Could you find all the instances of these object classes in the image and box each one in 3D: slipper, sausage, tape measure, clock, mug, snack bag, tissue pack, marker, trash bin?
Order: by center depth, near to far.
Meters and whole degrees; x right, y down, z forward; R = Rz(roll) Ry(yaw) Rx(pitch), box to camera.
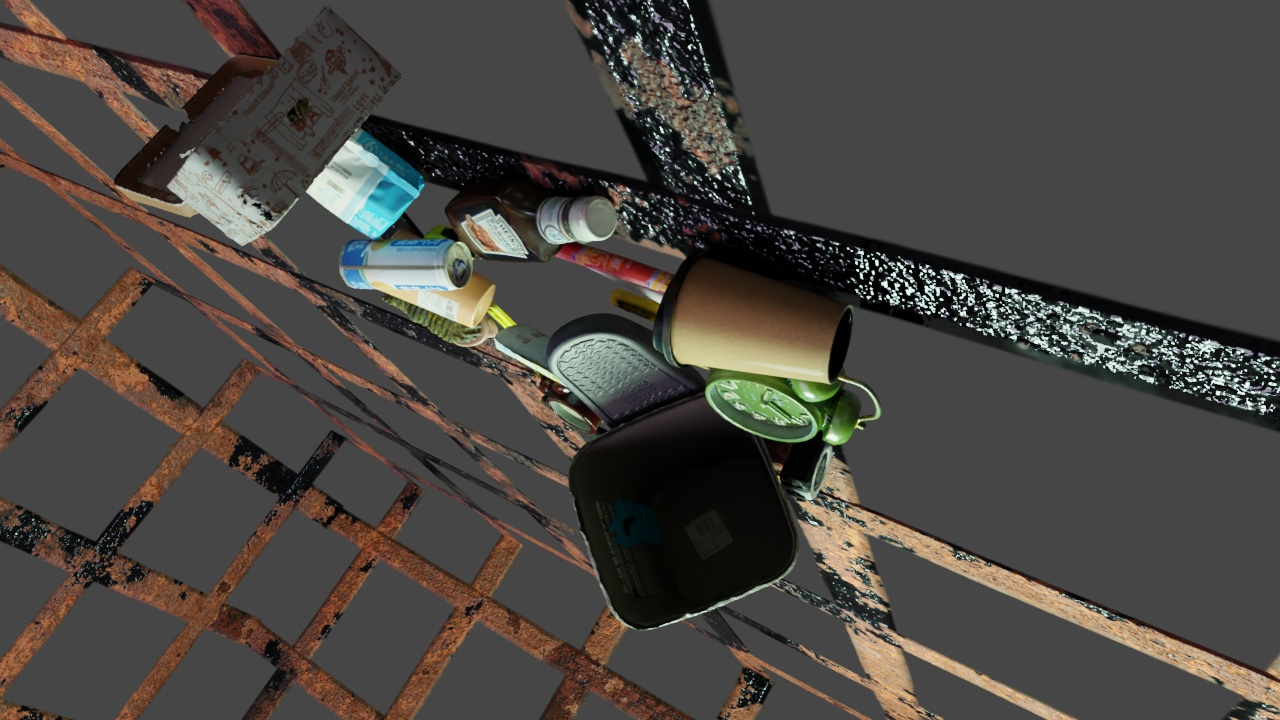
[{"bbox_3d":[0.125,0.023,0.775,0.161,0.056,0.116,6,150,36],"label":"clock"},{"bbox_3d":[-0.026,-0.086,0.817,0.156,0.020,0.020,21,158,29],"label":"sausage"},{"bbox_3d":[-0.272,-0.175,0.910,0.090,0.063,0.140,37,162,-18],"label":"tissue pack"},{"bbox_3d":[0.165,0.105,0.911,0.033,0.065,0.066,20,156,24],"label":"tape measure"},{"bbox_3d":[-0.005,0.005,0.918,0.111,0.083,0.268,-24,148,16],"label":"slipper"},{"bbox_3d":[0.062,0.168,0.970,0.220,0.199,0.199,46,-157,-68],"label":"trash bin"},{"bbox_3d":[-0.207,-0.121,0.995,0.057,0.028,0.060,41,142,-14],"label":"tape measure"},{"bbox_3d":[-0.233,-0.090,1.050,0.123,0.078,0.078,27,161,2],"label":"mug"},{"bbox_3d":[-0.073,0.015,1.063,0.191,0.039,0.110,29,-174,17],"label":"snack bag"},{"bbox_3d":[-0.150,-0.031,1.146,0.018,0.015,0.124,16,155,49],"label":"marker"},{"bbox_3d":[-0.084,0.043,1.163,0.122,0.055,0.082,41,160,-18],"label":"clock"}]

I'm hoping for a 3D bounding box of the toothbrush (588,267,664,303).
[{"bbox_3d":[-0.034,-0.079,0.849,0.180,0.016,0.016,25,162,20],"label":"toothbrush"}]

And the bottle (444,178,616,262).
[{"bbox_3d":[-0.095,-0.122,0.801,0.195,0.044,0.080,8,141,48],"label":"bottle"}]

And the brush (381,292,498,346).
[{"bbox_3d":[-0.242,-0.066,1.127,0.146,0.063,0.073,32,-164,17],"label":"brush"}]

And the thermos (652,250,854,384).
[{"bbox_3d":[0.083,-0.028,0.696,0.143,0.092,0.093,15,156,23],"label":"thermos"}]

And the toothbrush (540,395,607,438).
[{"bbox_3d":[-0.054,0.112,1.330,0.212,0.026,0.027,32,149,1],"label":"toothbrush"}]

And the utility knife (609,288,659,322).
[{"bbox_3d":[0.034,-0.034,0.853,0.155,0.015,0.033,23,156,25],"label":"utility knife"}]

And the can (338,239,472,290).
[{"bbox_3d":[-0.247,-0.101,0.966,0.135,0.053,0.053,3,150,22],"label":"can"}]

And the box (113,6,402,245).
[{"bbox_3d":[-0.335,-0.196,0.791,0.272,0.177,0.106,10,150,45],"label":"box"}]
